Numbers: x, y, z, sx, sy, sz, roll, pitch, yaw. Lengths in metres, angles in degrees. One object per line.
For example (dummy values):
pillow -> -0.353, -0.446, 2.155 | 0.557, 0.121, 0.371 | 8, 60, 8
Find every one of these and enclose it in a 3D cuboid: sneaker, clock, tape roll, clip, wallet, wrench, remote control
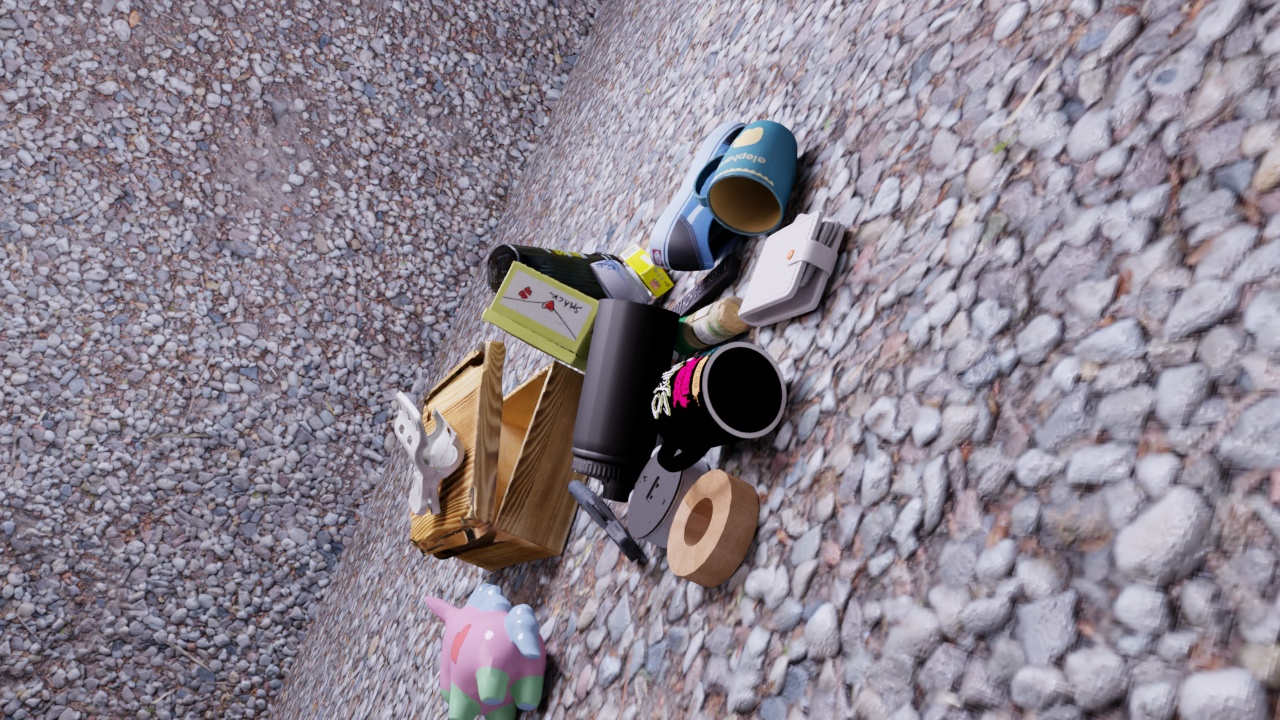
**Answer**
sneaker -> 0.102, -0.185, 1.057 | 0.240, 0.098, 0.083 | -60, -29, -34
clock -> 0.024, 0.125, 0.866 | 0.094, 0.035, 0.122 | -62, 18, 4
tape roll -> 0.059, 0.139, 0.762 | 0.094, 0.027, 0.093 | -52, 21, 30
clip -> -0.254, 0.115, 1.141 | 0.126, 0.101, 0.152 | 30, 136, 64
wallet -> 0.142, -0.095, 0.845 | 0.115, 0.037, 0.119 | -68, 16, -14
wrench -> -0.045, 0.160, 0.979 | 0.022, 0.073, 0.273 | -40, 10, -9
remote control -> 0.067, -0.072, 1.046 | 0.137, 0.015, 0.032 | -42, 27, 47

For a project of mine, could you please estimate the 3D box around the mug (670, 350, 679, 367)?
mug -> -0.006, 0.006, 1.034 | 0.105, 0.082, 0.082 | -66, 18, -4

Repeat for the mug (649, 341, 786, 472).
mug -> 0.056, 0.047, 0.793 | 0.117, 0.082, 0.098 | -55, 14, -25

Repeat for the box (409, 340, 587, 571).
box -> -0.202, 0.144, 1.218 | 0.280, 0.192, 0.250 | -29, 40, 57

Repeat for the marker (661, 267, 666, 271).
marker -> 0.060, -0.137, 1.159 | 0.142, 0.013, 0.012 | -22, 44, 63

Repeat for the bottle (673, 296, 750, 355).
bottle -> 0.071, -0.036, 0.947 | 0.111, 0.043, 0.043 | -24, 42, 61

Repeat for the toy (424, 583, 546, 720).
toy -> -0.163, 0.314, 1.012 | 0.223, 0.120, 0.170 | -48, 33, 40

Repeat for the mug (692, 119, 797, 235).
mug -> 0.110, -0.197, 0.971 | 0.112, 0.084, 0.104 | -1, 50, 33

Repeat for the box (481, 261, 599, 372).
box -> -0.090, -0.036, 1.089 | 0.079, 0.124, 0.221 | -62, -9, -5

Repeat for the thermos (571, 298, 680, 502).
thermos -> -0.019, 0.043, 0.946 | 0.086, 0.086, 0.198 | -179, 100, -70

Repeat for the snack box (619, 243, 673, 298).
snack box -> 0.006, -0.122, 1.227 | 0.029, 0.040, 0.148 | -37, 20, 0

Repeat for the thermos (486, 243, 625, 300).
thermos -> -0.103, -0.108, 1.250 | 0.098, 0.220, 0.098 | -3, 85, 41

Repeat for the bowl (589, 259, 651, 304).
bowl -> -0.018, -0.087, 1.184 | 0.045, 0.114, 0.114 | -32, 20, -2
